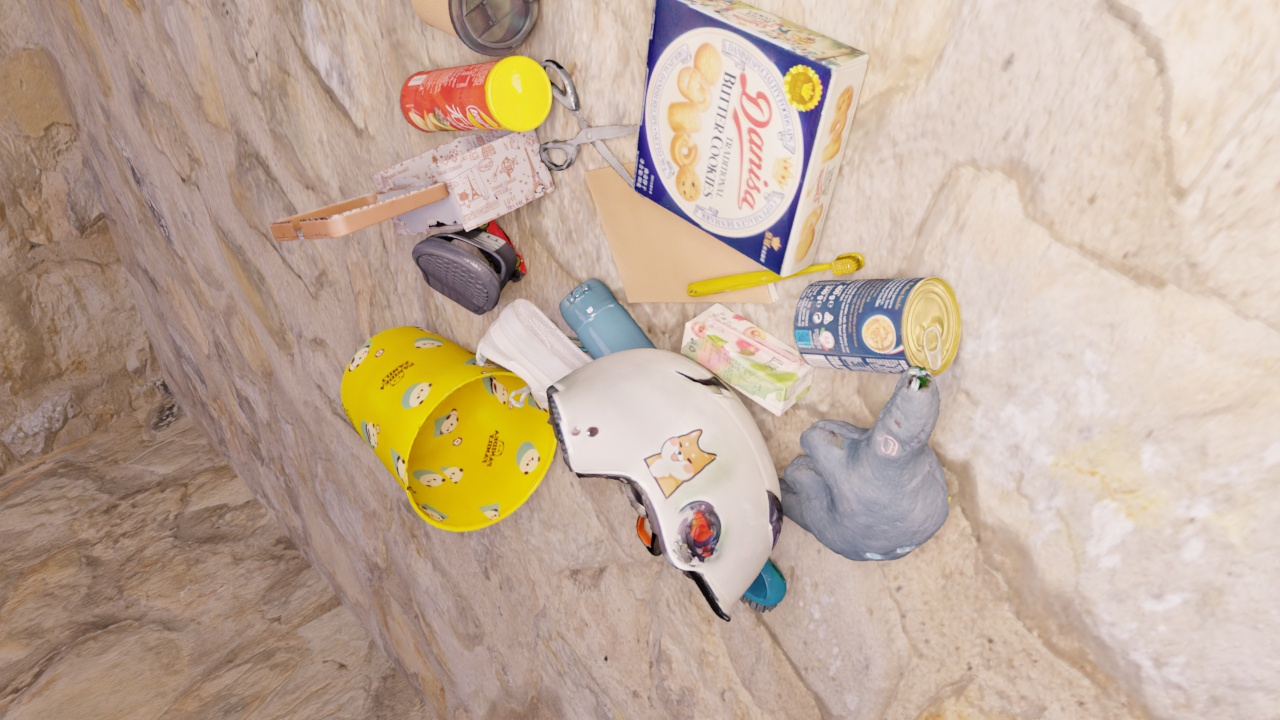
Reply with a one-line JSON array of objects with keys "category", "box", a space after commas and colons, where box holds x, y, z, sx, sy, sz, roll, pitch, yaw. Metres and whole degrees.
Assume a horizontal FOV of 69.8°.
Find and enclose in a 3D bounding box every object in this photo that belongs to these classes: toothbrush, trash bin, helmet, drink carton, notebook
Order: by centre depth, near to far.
[{"category": "toothbrush", "box": [0.112, -0.073, 0.812, 0.191, 0.016, 0.016, -6, 110, 46]}, {"category": "helmet", "box": [0.040, 0.094, 0.864, 0.274, 0.157, 0.230, 47, 176, -5]}, {"category": "drink carton", "box": [0.102, -0.004, 0.870, 0.122, 0.053, 0.046, 34, 140, 29]}, {"category": "notebook", "box": [0.034, -0.125, 0.895, 0.212, 0.012, 0.149, 4, 120, 50]}, {"category": "trash bin", "box": [-0.282, 0.078, 1.285, 0.255, 0.229, 0.230, 29, 138, 43]}]

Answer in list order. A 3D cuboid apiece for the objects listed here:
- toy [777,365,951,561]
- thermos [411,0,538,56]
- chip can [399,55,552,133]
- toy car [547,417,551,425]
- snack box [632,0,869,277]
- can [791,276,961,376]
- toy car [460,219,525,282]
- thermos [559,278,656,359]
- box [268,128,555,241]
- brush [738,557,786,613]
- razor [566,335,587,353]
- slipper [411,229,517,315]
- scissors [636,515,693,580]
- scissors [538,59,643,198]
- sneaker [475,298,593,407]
[{"category": "toy", "box": [0.195, 0.110, 0.801, 0.138, 0.091, 0.357, 47, 158, 12]}, {"category": "thermos", "box": [-0.167, -0.352, 0.900, 0.143, 0.092, 0.093, 31, 140, 46]}, {"category": "chip can", "box": [-0.181, -0.277, 0.970, 0.217, 0.073, 0.073, 16, 129, 50]}, {"category": "toy car", "box": [-0.064, 0.052, 1.126, 0.070, 0.042, 0.159, 28, 139, -3]}, {"category": "snack box", "box": [0.078, -0.188, 0.746, 0.182, 0.045, 0.178, 36, 136, 30]}, {"category": "can", "box": [0.184, -0.028, 0.726, 0.111, 0.075, 0.075, 5, 121, 50]}, {"category": "toy car", "box": [-0.179, -0.142, 1.131, 0.049, 0.031, 0.106, -9, 123, 53]}, {"category": "thermos", "box": [-0.006, 0.006, 1.008, 0.220, 0.070, 0.070, 52, 146, 9]}, {"category": "box", "box": [-0.245, -0.172, 0.984, 0.177, 0.259, 0.082, 6, 121, 49]}, {"category": "brush", "box": [0.108, 0.221, 1.045, 0.144, 0.055, 0.074, 42, 145, 23]}, {"category": "razor", "box": [-0.084, 0.018, 1.146, 0.043, 0.028, 0.133, 6, 138, -5]}, {"category": "slipper", "box": [-0.204, -0.116, 1.088, 0.110, 0.083, 0.268, 32, 170, -9]}, {"category": "scissors", "box": [0.026, 0.183, 1.148, 0.205, 0.021, 0.224, -20, 101, 56]}, {"category": "scissors", "box": [-0.054, -0.223, 0.914, 0.181, 0.014, 0.160, 58, 146, 7]}, {"category": "sneaker", "box": [-0.079, 0.039, 1.027, 0.242, 0.089, 0.091, 40, 116, -17]}]
